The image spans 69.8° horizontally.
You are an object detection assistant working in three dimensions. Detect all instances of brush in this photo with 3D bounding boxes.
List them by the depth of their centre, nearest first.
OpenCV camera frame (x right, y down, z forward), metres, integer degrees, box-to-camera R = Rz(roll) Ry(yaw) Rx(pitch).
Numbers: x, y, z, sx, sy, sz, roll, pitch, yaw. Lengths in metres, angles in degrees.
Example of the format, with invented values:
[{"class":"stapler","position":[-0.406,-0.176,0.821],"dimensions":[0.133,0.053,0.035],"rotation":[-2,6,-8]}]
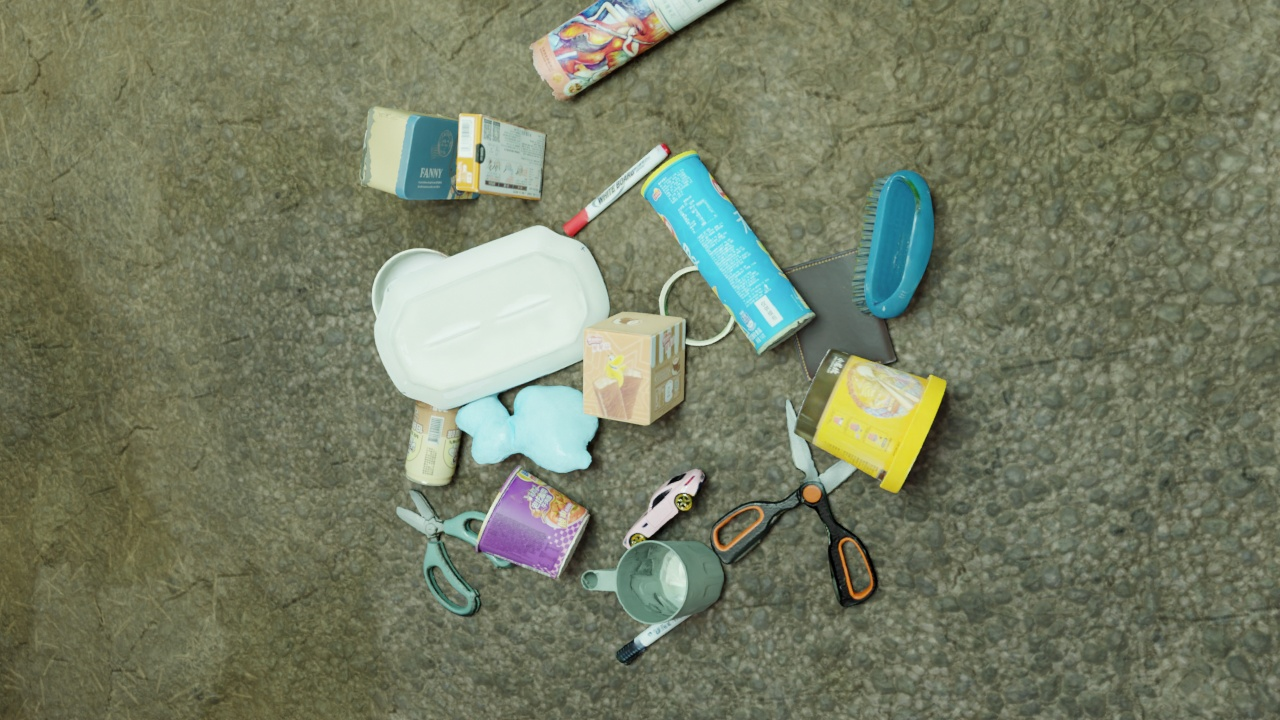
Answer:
[{"class":"brush","position":[0.248,-0.111,0.878],"dimensions":[0.055,0.073,0.144],"rotation":[9,92,-23]}]

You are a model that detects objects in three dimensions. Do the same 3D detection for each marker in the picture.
[{"class":"marker","position":[-0.027,-0.185,0.997],"dimensions":[0.145,0.017,0.017],"rotation":[-37,85,19]},{"class":"marker","position":[0.023,0.306,1.043],"dimensions":[0.131,0.018,0.022],"rotation":[-41,92,19]}]

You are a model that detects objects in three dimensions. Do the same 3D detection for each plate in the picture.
[{"class":"plate","position":[-0.166,-0.044,1.010],"dimensions":[0.266,0.034,0.162],"rotation":[-19,100,2]}]

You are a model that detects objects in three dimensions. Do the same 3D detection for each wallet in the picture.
[{"class":"wallet","position":[0.198,-0.046,0.939],"dimensions":[0.096,0.020,0.122],"rotation":[-15,93,25]}]

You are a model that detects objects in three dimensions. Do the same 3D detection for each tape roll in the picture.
[{"class":"tape roll","position":[0.063,-0.059,0.985],"dimensions":[0.086,0.013,0.086],"rotation":[2,98,19]}]

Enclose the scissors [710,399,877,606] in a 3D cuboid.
[{"class":"scissors","position":[0.174,0.158,0.974],"dimensions":[0.221,0.021,0.233],"rotation":[-23,89,15]}]

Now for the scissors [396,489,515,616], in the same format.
[{"class":"scissors","position":[-0.236,0.239,1.121],"dimensions":[0.177,0.019,0.172],"rotation":[21,104,13]}]

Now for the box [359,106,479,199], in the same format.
[{"class":"box","position":[-0.228,-0.219,0.973],"dimensions":[0.062,0.184,0.090],"rotation":[16,107,12]}]

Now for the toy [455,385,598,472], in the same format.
[{"class":"toy","position":[-0.120,0.071,1.032],"dimensions":[0.156,0.050,0.161],"rotation":[-30,61,-3]}]

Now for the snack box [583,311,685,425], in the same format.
[{"class":"snack box","position":[-0.006,0.006,0.966],"dimensions":[0.077,0.092,0.094],"rotation":[8,107,24]}]

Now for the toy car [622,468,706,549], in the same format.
[{"class":"toy car","position":[0.023,0.162,1.004],"dimensions":[0.037,0.056,0.122],"rotation":[46,108,4]}]

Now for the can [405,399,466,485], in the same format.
[{"class":"can","position":[-0.240,0.084,1.081],"dimensions":[0.058,0.058,0.116],"rotation":[15,102,16]}]

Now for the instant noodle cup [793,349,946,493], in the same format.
[{"class":"instant noodle cup","position":[0.219,0.053,0.892],"dimensions":[0.114,0.118,0.118],"rotation":[23,103,15]}]

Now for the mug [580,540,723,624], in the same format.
[{"class":"mug","position":[0.016,0.234,0.985],"dimensions":[0.124,0.103,0.083],"rotation":[-4,80,28]}]

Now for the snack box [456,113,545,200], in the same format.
[{"class":"snack box","position":[-0.143,-0.210,0.960],"dimensions":[0.026,0.153,0.075],"rotation":[8,99,17]}]

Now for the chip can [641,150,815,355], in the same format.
[{"class":"chip can","position":[0.088,-0.110,0.934],"dimensions":[0.071,0.071,0.210],"rotation":[-38,82,19]}]

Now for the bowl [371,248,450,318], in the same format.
[{"class":"bowl","position":[-0.244,-0.073,1.053],"dimensions":[0.113,0.062,0.113],"rotation":[0,98,-1]}]

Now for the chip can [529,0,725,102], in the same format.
[{"class":"chip can","position":[-0.009,-0.350,0.942],"dimensions":[0.215,0.071,0.071],"rotation":[-26,88,20]}]

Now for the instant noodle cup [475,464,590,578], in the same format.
[{"class":"instant noodle cup","position":[-0.117,0.187,1.033],"dimensions":[0.099,0.111,0.112],"rotation":[24,104,5]}]
